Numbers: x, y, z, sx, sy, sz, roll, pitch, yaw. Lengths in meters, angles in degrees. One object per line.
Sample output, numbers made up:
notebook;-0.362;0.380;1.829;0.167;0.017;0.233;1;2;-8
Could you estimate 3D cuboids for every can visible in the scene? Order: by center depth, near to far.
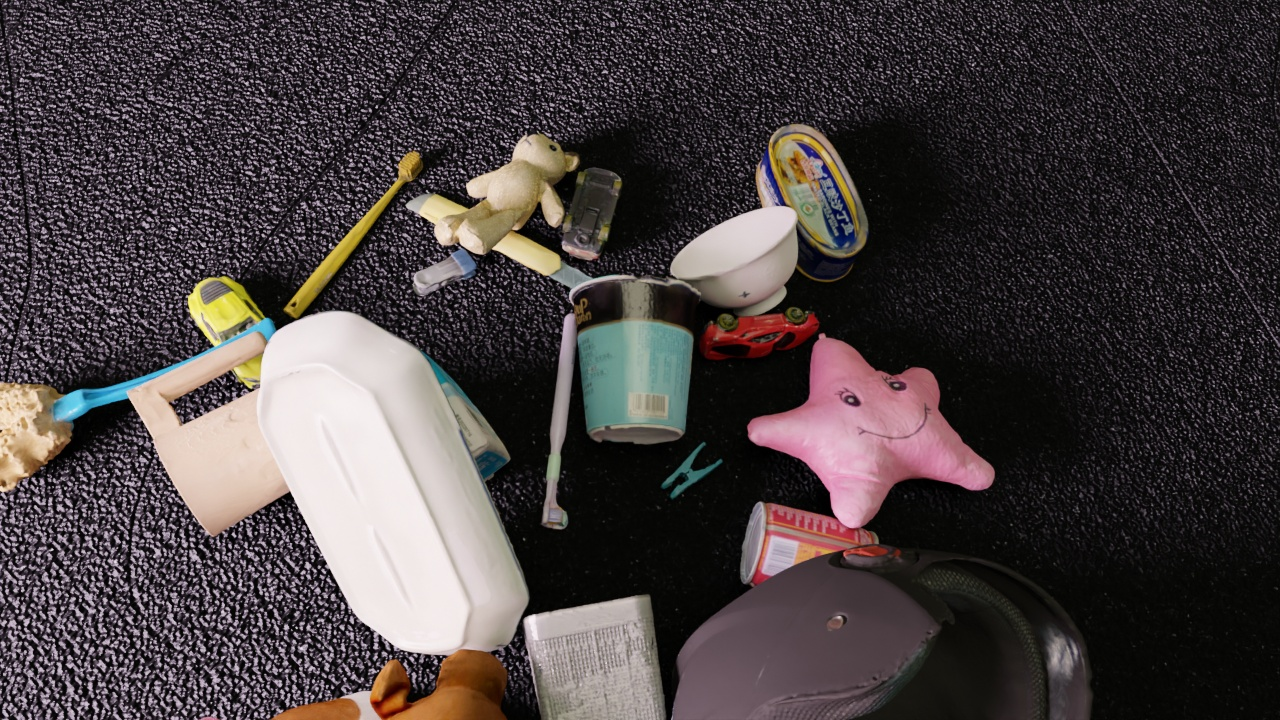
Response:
can;0.131;0.152;0.714;0.094;0.067;0.066;13;66;-1
can;0.159;-0.148;0.855;0.074;0.049;0.148;-14;69;-13

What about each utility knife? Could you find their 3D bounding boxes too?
utility knife;-0.114;-0.102;0.817;0.207;0.021;0.030;25;64;11

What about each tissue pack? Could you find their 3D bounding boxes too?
tissue pack;-0.153;0.051;0.684;0.063;0.140;0.090;-37;80;-6

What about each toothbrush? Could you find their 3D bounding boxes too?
toothbrush;-0.064;0.045;0.761;0.021;0.029;0.188;-11;62;29
toothbrush;-0.250;-0.114;0.807;0.016;0.017;0.189;29;67;6

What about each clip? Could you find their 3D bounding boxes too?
clip;0.041;0.093;0.757;0.056;0.014;0.040;-40;77;-20
clip;-0.172;-0.075;0.801;0.057;0.033;0.025;-30;76;-25

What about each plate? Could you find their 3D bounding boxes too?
plate;-0.176;0.096;0.618;0.034;0.162;0.266;-43;117;-56

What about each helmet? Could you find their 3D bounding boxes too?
helmet;0.148;0.237;0.594;0.274;0.230;0.233;-24;102;-21

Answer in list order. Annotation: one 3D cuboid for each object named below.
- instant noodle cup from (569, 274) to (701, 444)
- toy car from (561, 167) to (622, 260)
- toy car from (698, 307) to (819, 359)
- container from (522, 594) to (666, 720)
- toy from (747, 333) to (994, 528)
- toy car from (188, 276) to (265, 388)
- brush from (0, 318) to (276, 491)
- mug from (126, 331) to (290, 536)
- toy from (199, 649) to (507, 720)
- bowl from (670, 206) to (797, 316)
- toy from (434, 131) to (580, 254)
instant noodle cup;-0.004;0.004;0.747;0.111;0.111;0.120;1;76;-7
toy car;-0.044;-0.134;0.831;0.042;0.035;0.090;15;66;-2
toy car;0.104;-0.021;0.794;0.106;0.049;0.031;-8;69;-11
container;-0.030;0.234;0.648;0.090;0.090;0.114;-8;71;-10
toy;0.179;0.050;0.758;0.194;0.075;0.178;-10;55;-21
toy car;-0.328;-0.025;0.751;0.048;0.032;0.105;-36;77;-20
brush;-0.403;0.026;0.705;0.254;0.046;0.083;-23;64;-12
mug;-0.303;0.052;0.689;0.103;0.084;0.124;-30;88;-20
toy;-0.176;0.260;0.604;0.199;0.130;0.140;-14;108;-2
bowl;0.093;-0.078;0.801;0.118;0.118;0.065;-38;115;-20
toy;-0.118;-0.145;0.803;0.105;0.066;0.156;15;47;27
